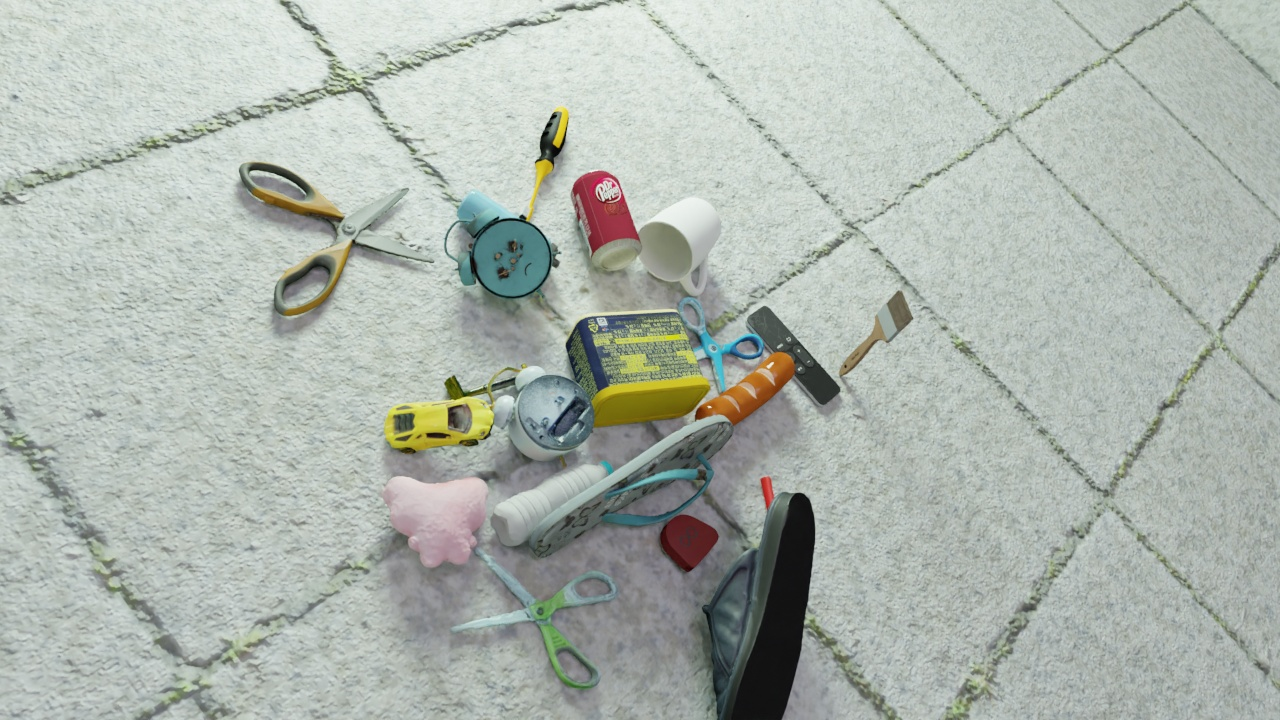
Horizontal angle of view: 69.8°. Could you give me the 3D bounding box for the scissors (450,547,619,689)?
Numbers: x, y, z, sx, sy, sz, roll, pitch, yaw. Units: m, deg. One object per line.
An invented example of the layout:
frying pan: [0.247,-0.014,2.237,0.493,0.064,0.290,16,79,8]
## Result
scissors: [-0.093,0.236,0.875,0.171,0.024,0.165,48,59,5]

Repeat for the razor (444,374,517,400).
razor: [-0.151,0.026,0.967,0.105,0.026,0.042,-18,67,-37]

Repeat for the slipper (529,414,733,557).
slipper: [0.010,0.129,0.927,0.268,0.098,0.054,-25,59,-33]

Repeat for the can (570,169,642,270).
can: [-0.042,-0.169,1.109,0.063,0.063,0.114,-6,64,-28]

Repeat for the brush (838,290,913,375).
brush: [0.283,-0.023,1.122,0.008,0.143,0.045,7,50,-23]

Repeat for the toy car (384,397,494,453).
toy car: [-0.197,0.062,0.902,0.107,0.030,0.049,-7,63,-3]

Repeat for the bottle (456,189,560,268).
bottle: [-0.149,-0.146,1.060,0.130,0.040,0.040,34,53,-3]

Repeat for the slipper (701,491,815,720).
slipper: [0.107,0.258,0.919,0.109,0.084,0.265,42,56,-47]

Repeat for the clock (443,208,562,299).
clock: [-0.155,-0.116,1.013,0.124,0.053,0.090,21,91,-3]

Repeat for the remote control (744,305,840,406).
remote control: [0.192,-0.007,1.154,0.045,0.008,0.146,-34,79,-36]

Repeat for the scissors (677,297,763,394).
scissors: [0.095,-0.019,1.115,0.140,0.011,0.134,2,58,-24]

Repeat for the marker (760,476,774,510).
marker: [0.152,0.195,1.011,0.012,0.013,0.142,4,60,-23]

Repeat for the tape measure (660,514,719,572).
tape measure: [0.049,0.187,0.964,0.051,0.019,0.058,44,46,7]

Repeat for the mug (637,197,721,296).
mug: [0.058,-0.139,1.138,0.087,0.081,0.114,-45,117,-43]

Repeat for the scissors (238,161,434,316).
scissors: [-0.335,-0.133,0.980,0.225,0.016,0.229,24,54,-11]

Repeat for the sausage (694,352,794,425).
sausage: [0.123,0.040,1.072,0.039,0.044,0.163,20,40,40]

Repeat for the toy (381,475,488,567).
toy: [-0.185,0.148,0.857,0.102,0.050,0.093,0,58,-29]

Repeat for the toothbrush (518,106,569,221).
toothbrush: [-0.119,-0.245,1.142,0.031,0.031,0.196,36,53,-33]

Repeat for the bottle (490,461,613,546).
bottle: [-0.084,0.137,0.915,0.136,0.044,0.044,-26,74,-34]

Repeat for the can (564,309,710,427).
can: [-0.006,0.006,1.014,0.135,0.075,0.104,-5,61,-27]

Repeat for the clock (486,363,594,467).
clock: [-0.104,0.051,0.945,0.117,0.057,0.083,41,55,-4]
